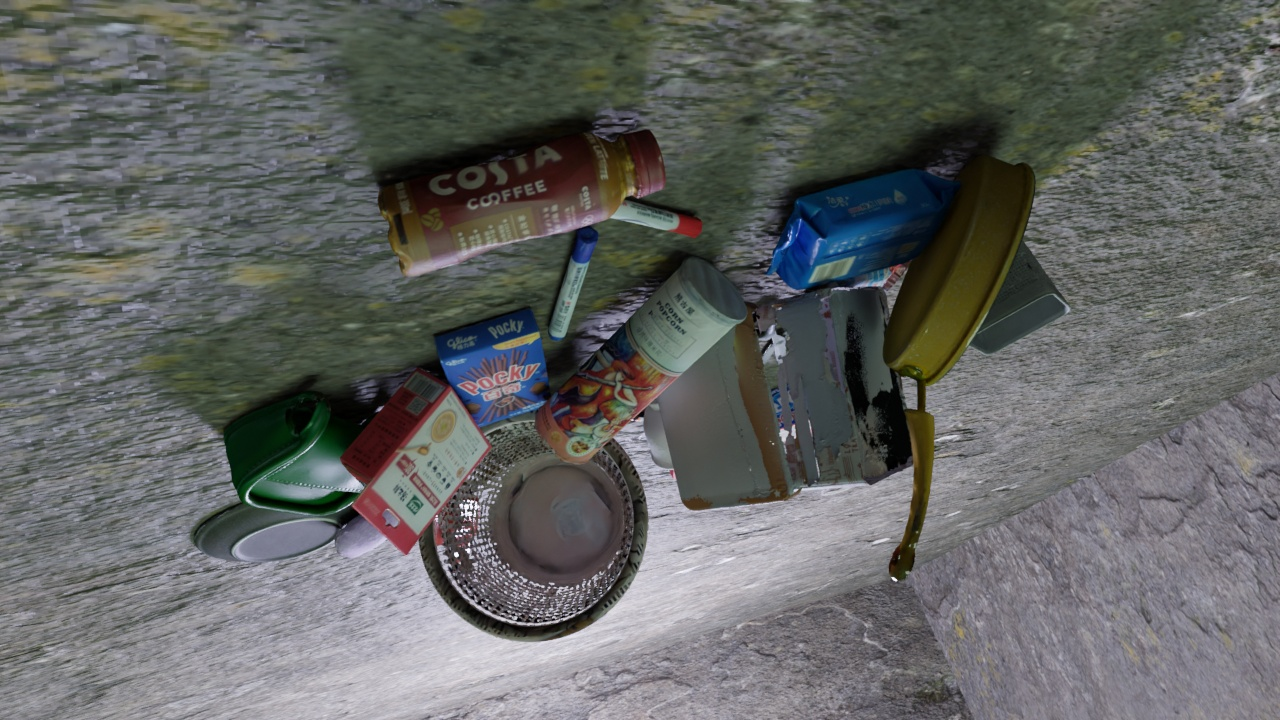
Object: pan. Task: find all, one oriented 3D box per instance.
[{"bbox_3d":[0.248,0.004,0.764,0.078,0.357,0.197,22,178,5],"label":"pan"}]

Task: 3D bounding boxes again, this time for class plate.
[{"bbox_3d":[-0.379,0.185,0.985,0.179,0.024,0.180,-18,157,-8],"label":"plate"}]

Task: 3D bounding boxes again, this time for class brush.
[{"bbox_3d":[-0.216,0.188,1.066,0.063,0.069,0.146,-13,155,-20],"label":"brush"}]

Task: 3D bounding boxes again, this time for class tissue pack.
[{"bbox_3d":[0.185,-0.112,0.773,0.157,0.052,0.095,-15,158,-13],"label":"tissue pack"}]

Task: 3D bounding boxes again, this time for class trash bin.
[{"bbox_3d":[-0.099,0.170,0.976,0.227,0.227,0.192,-21,170,1],"label":"trash bin"}]

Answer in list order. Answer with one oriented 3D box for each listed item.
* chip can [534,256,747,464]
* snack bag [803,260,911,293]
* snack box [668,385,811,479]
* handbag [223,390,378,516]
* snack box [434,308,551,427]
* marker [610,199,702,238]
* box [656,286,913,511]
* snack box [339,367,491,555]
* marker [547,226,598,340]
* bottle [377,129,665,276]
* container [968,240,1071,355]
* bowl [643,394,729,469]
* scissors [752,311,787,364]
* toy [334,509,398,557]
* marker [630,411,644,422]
[{"bbox_3d":[-0.005,0.005,0.812,0.071,0.071,0.215,8,136,-48],"label":"chip can"},{"bbox_3d":[0.210,-0.083,0.888,0.104,0.026,0.048,-6,144,-29],"label":"snack bag"},{"bbox_3d":[0.128,0.084,1.140,0.207,0.057,0.058,-17,154,-8],"label":"snack box"},{"bbox_3d":[-0.280,0.076,0.793,0.120,0.068,0.131,-35,152,11],"label":"handbag"},{"bbox_3d":[-0.127,0.012,0.816,0.084,0.026,0.157,-17,156,-9],"label":"snack box"},{"bbox_3d":[-0.008,-0.109,0.668,0.145,0.017,0.017,5,146,-44],"label":"marker"},{"bbox_3d":[0.127,0.037,0.861,0.193,0.183,0.156,-12,177,38],"label":"box"},{"bbox_3d":[-0.199,0.089,0.798,0.126,0.044,0.113,-53,152,-22],"label":"snack box"},{"bbox_3d":[-0.056,-0.057,0.738,0.016,0.017,0.146,-11,154,-21],"label":"marker"},{"bbox_3d":[-0.072,-0.104,0.577,0.175,0.057,0.057,-18,156,-7],"label":"bottle"},{"bbox_3d":[0.337,-0.080,0.884,0.090,0.114,0.090,-33,154,27],"label":"container"},{"bbox_3d":[0.043,0.050,0.972,0.118,0.118,0.065,-30,116,19],"label":"bowl"},{"bbox_3d":[0.150,-0.023,0.981,0.171,0.014,0.159,-36,152,31],"label":"scissors"},{"bbox_3d":[-0.287,0.175,1.003,0.107,0.039,0.084,-36,157,-16],"label":"toy"},{"bbox_3d":[0.021,0.065,1.065,0.123,0.015,0.018,2,146,-37],"label":"marker"}]
